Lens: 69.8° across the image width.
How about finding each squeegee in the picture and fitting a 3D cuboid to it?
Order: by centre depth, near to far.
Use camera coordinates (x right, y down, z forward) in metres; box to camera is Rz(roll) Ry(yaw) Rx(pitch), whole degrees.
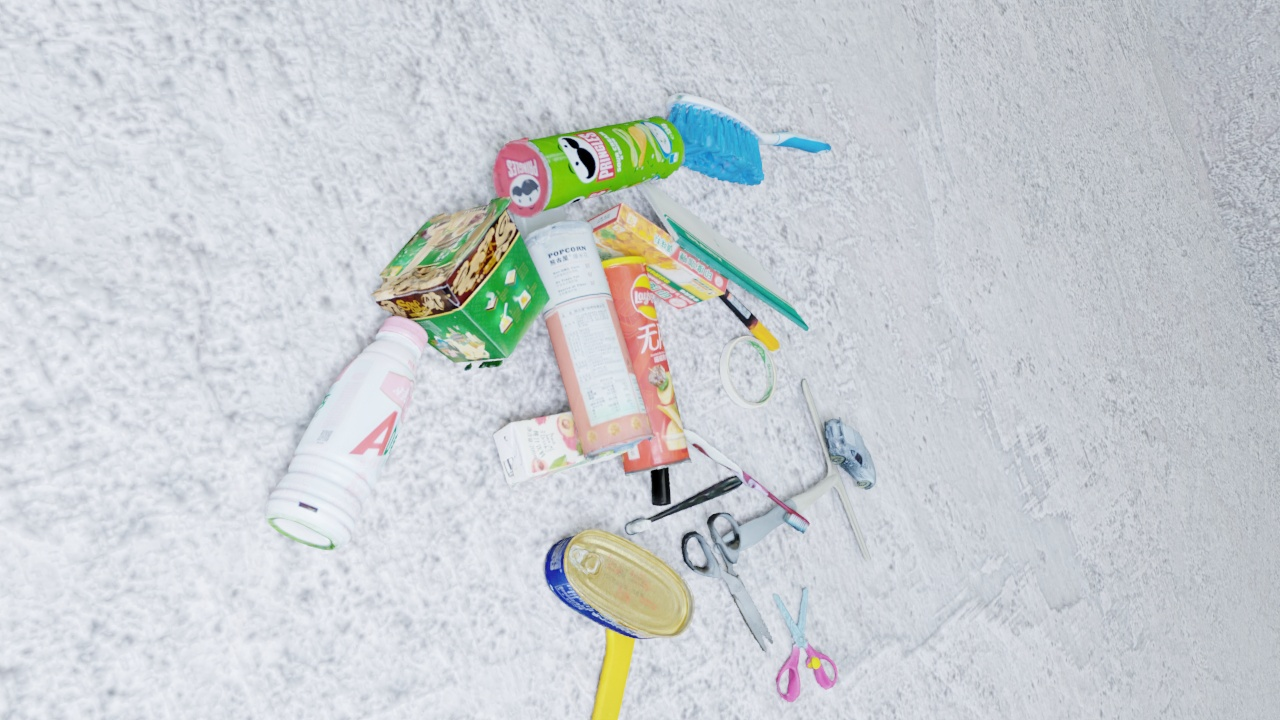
[{"bbox_3d":[0.176,0.168,1.068,0.245,0.039,0.246,-22,93,-41],"label":"squeegee"}]

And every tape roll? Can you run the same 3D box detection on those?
[{"bbox_3d":[0.128,0.014,1.084,0.085,0.014,0.085,12,71,-38],"label":"tape roll"}]

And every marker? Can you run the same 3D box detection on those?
[{"bbox_3d":[0.018,0.087,0.968,0.022,0.020,0.132,2,77,-23],"label":"marker"},{"bbox_3d":[0.123,-0.054,1.098,0.124,0.015,0.018,44,53,-20],"label":"marker"}]

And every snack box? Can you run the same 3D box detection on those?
[{"bbox_3d":[-0.151,-0.063,0.815,0.105,0.118,0.117,54,51,-32],"label":"snack box"},{"bbox_3d":[0.013,-0.108,0.976,0.155,0.077,0.027,30,62,-31],"label":"snack box"}]

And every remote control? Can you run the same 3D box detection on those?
[{"bbox_3d":[-0.099,-0.133,0.926,0.056,0.019,0.135,-7,83,-41],"label":"remote control"}]

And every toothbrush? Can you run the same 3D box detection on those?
[{"bbox_3d":[0.053,0.153,0.985,0.180,0.018,0.015,-16,86,-43],"label":"toothbrush"},{"bbox_3d":[0.115,0.134,1.016,0.187,0.016,0.017,38,66,-11],"label":"toothbrush"}]

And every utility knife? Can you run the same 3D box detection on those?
[{"bbox_3d":[-0.030,0.308,0.872,0.033,0.015,0.196,27,60,-23],"label":"utility knife"}]

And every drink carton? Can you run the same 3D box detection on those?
[{"bbox_3d":[-0.075,0.079,0.874,0.122,0.046,0.053,-9,76,-42],"label":"drink carton"}]

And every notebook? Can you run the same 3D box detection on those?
[{"bbox_3d":[0.092,-0.118,1.029,0.209,0.012,0.150,30,21,-32],"label":"notebook"}]

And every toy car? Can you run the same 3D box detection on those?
[{"bbox_3d":[0.265,0.116,1.142,0.120,0.037,0.054,43,33,-40],"label":"toy car"}]

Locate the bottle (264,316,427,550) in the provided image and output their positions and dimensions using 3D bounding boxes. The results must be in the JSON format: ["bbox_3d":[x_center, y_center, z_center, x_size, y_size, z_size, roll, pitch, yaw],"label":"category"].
[{"bbox_3d":[-0.228,0.052,0.741,0.068,0.068,0.196,37,55,-27],"label":"bottle"}]

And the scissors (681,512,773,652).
[{"bbox_3d":[0.109,0.239,0.996,0.173,0.014,0.140,25,86,-23],"label":"scissors"}]

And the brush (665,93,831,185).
[{"bbox_3d":[0.146,-0.267,1.150,0.314,0.061,0.109,12,68,-41],"label":"brush"}]

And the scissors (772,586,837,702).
[{"bbox_3d":[0.179,0.328,1.046,0.123,0.017,0.133,-33,96,-37],"label":"scissors"}]

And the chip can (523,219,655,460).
[{"bbox_3d":[-0.049,-0.019,0.857,0.071,0.071,0.214,-8,76,-41],"label":"chip can"}]

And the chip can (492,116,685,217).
[{"bbox_3d":[-0.045,-0.203,0.934,0.235,0.072,0.072,-29,98,-50],"label":"chip can"}]

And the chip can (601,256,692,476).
[{"bbox_3d":[-0.006,0.005,0.929,0.073,0.073,0.216,-7,81,-41],"label":"chip can"}]

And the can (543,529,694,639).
[{"bbox_3d":[-0.020,0.214,0.870,0.148,0.049,0.074,33,57,-20],"label":"can"}]
